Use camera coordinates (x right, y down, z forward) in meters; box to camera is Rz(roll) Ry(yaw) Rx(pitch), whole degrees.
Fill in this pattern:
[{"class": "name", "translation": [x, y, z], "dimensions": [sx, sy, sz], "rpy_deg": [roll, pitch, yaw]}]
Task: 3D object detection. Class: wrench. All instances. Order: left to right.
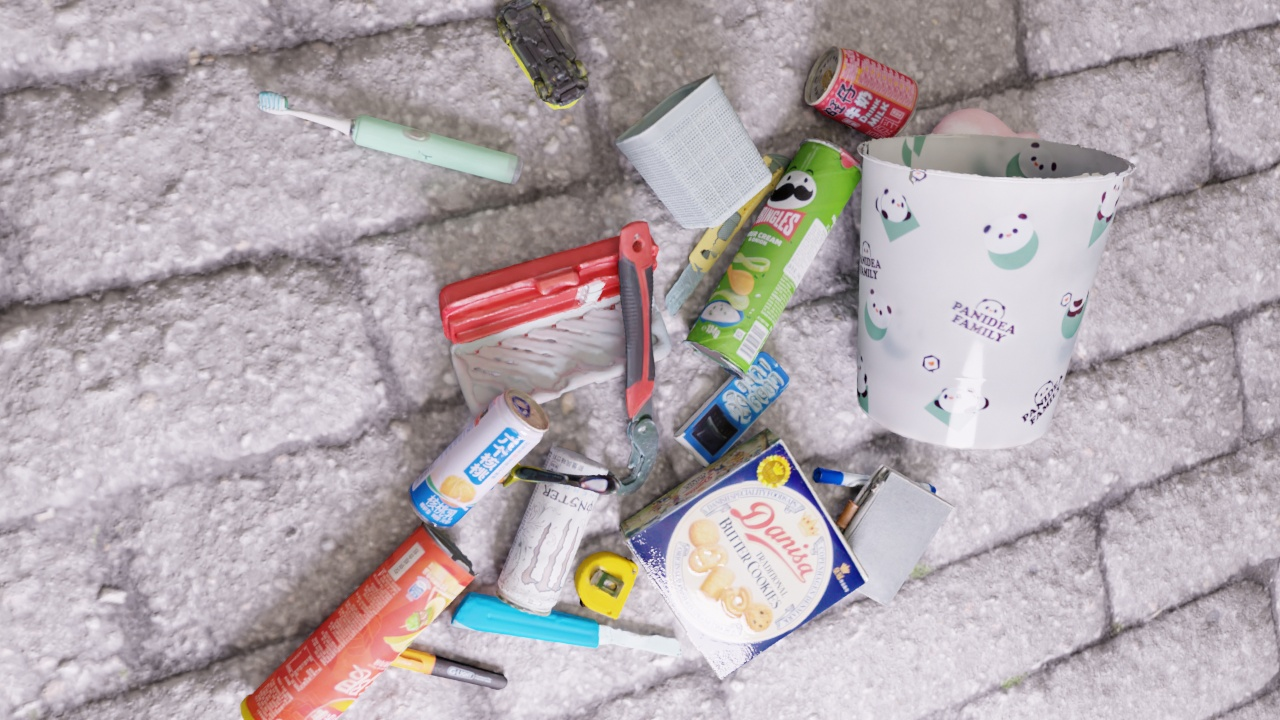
[{"class": "wrench", "translation": [-0.005, 0.005, 0.834], "dimensions": [0.056, 0.016, 0.274], "rpy_deg": [-17, 122, -33]}]

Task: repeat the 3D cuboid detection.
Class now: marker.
[{"class": "marker", "translation": [-0.181, 0.285, 0.849], "dimensions": [0.123, 0.015, 0.018], "rpy_deg": [22, 92, -20]}, {"class": "marker", "translation": [0.251, 0.131, 0.976], "dimensions": [0.145, 0.017, 0.017], "rpy_deg": [10, 91, -19]}]

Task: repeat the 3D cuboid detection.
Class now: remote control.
[{"class": "remote control", "translation": [0.092, 0.047, 0.913], "dimensions": [0.125, 0.024, 0.049], "rpy_deg": [-46, 106, -6]}]

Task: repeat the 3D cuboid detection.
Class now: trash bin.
[{"class": "trash bin", "translation": [0.306, -0.068, 0.855], "dimensions": [0.229, 0.229, 0.252], "rpy_deg": [-6, 113, -18]}]

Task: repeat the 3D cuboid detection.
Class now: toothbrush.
[{"class": "toothbrush", "translation": [-0.212, -0.192, 0.793], "dimensions": [0.224, 0.027, 0.026], "rpy_deg": [12, 51, -18]}]

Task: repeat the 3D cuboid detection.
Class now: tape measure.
[{"class": "tape measure", "translation": [-0.034, 0.214, 0.884], "dimensions": [0.057, 0.029, 0.060], "rpy_deg": [27, 86, -18]}]

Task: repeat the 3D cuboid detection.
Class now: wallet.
[{"class": "wallet", "translation": [0.254, 0.182, 0.969], "dimensions": [0.106, 0.037, 0.130], "rpy_deg": [30, 97, -17]}]

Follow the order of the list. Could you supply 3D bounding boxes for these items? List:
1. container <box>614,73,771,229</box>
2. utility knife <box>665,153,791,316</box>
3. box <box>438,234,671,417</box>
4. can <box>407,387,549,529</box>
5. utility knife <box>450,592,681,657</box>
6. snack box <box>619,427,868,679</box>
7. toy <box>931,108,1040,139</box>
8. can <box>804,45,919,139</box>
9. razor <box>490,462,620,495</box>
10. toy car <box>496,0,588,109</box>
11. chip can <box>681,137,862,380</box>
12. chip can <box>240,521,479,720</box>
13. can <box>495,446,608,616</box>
[{"class": "container", "translation": [0.052, -0.188, 0.848], "dimensions": [0.090, 0.090, 0.111], "rpy_deg": [-42, 108, -11]}, {"class": "utility knife", "translation": [0.083, -0.127, 0.904], "dimensions": [0.031, 0.021, 0.201], "rpy_deg": [38, 87, -11]}, {"class": "box", "translation": [-0.069, -0.030, 0.817], "dimensions": [0.201, 0.110, 0.100], "rpy_deg": [-19, 71, -17]}, {"class": "can", "translation": [-0.141, 0.086, 0.798], "dimensions": [0.053, 0.053, 0.135], "rpy_deg": [40, 108, -17]}, {"class": "utility knife", "translation": [-0.064, 0.260, 0.883], "dimensions": [0.234, 0.018, 0.034], "rpy_deg": [16, 88, -17]}, {"class": "snack box", "translation": [0.102, 0.190, 0.903], "dimensions": [0.182, 0.046, 0.178], "rpy_deg": [-33, 104, -2]}, {"class": "toy", "translation": [0.369, -0.204, 0.970], "dimensions": [0.159, 0.054, 0.121], "rpy_deg": [-6, 97, -26]}, {"class": "can", "translation": [0.217, -0.263, 0.905], "dimensions": [0.093, 0.066, 0.066], "rpy_deg": [18, 89, -19]}, {"class": "razor", "translation": [-0.085, 0.103, 0.815], "dimensions": [0.143, 0.022, 0.042], "rpy_deg": [6, 87, 22]}, {"class": "toy car", "translation": [-0.089, -0.275, 0.824], "dimensions": [0.048, 0.032, 0.105], "rpy_deg": [-33, 92, -13]}, {"class": "chip can", "translation": [0.129, -0.098, 0.888], "dimensions": [0.072, 0.072, 0.236], "rpy_deg": [32, 84, -18]}, {"class": "chip can", "translation": [-0.241, 0.240, 0.797], "dimensions": [0.216, 0.073, 0.073], "rpy_deg": [-46, 106, -9]}, {"class": "can", "translation": [-0.082, 0.156, 0.848], "dimensions": [0.058, 0.058, 0.146], "rpy_deg": [23, 87, -18]}]
